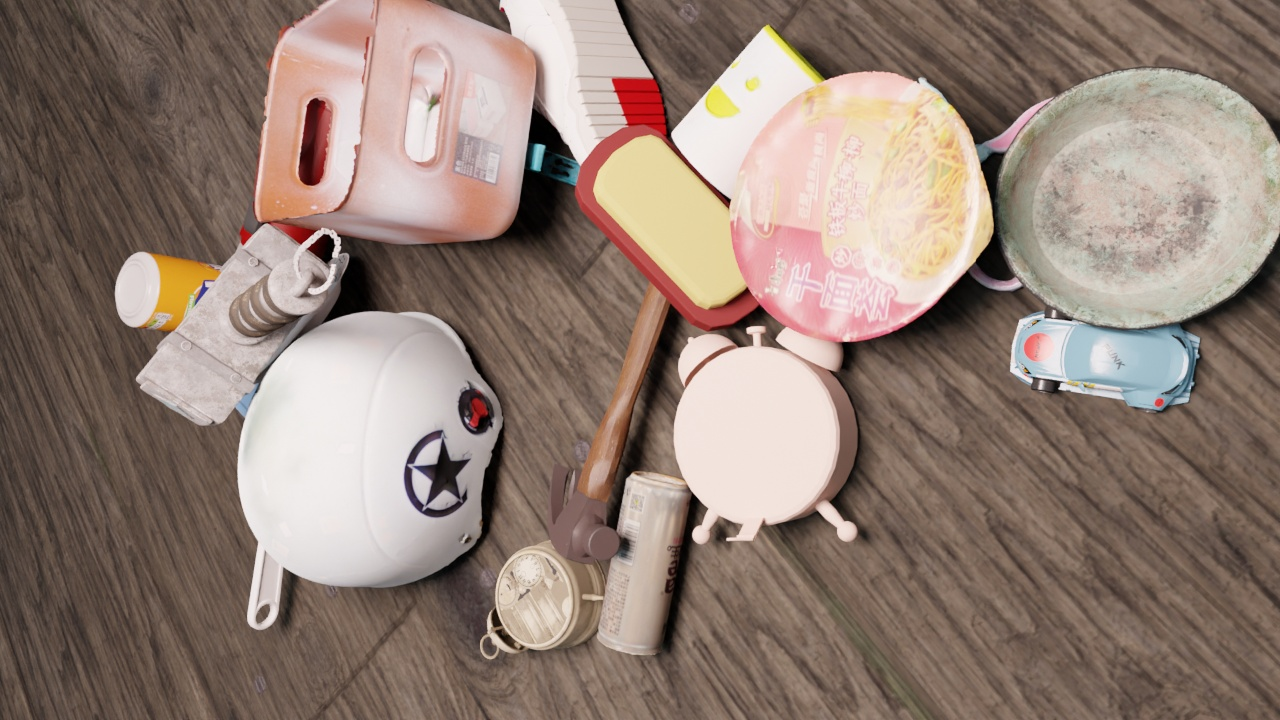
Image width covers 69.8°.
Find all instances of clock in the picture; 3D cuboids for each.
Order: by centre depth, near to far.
[{"bbox_3d":[0.087,0.053,0.677,0.131,0.086,0.160,-7,76,31],"label":"clock"},{"bbox_3d":[-0.093,0.212,0.785,0.141,0.054,0.093,-44,65,19],"label":"clock"}]

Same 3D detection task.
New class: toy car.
[{"bbox_3d":[0.291,-0.003,0.583,0.108,0.027,0.060,10,91,32],"label":"toy car"}]

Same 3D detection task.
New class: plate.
[{"bbox_3d":[-0.356,-0.033,0.935,0.189,0.016,0.188,-35,29,22],"label":"plate"}]

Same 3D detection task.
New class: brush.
[{"bbox_3d":[0.028,-0.102,0.697,0.082,0.042,0.173,-44,89,-9],"label":"brush"}]

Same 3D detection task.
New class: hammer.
[{"bbox_3d":[-0.299,-0.040,0.727,0.327,0.079,0.176,-9,47,56],"label":"hammer"},{"bbox_3d":[-0.004,0.004,0.741,0.115,0.033,0.323,14,84,67],"label":"hammer"}]

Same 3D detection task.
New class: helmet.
[{"bbox_3d":[-0.264,0.070,0.827,0.237,0.163,0.263,-1,79,26],"label":"helmet"}]

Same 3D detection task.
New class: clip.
[{"bbox_3d":[-0.093,-0.181,0.830,0.120,0.103,0.027,25,97,38],"label":"clip"}]

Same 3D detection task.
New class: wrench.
[{"bbox_3d":[-0.371,0.142,0.937,0.018,0.066,0.273,11,94,31],"label":"wrench"}]

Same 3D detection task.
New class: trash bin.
[{"bbox_3d":[-0.220,-0.199,0.804,0.260,0.157,0.181,6,89,51],"label":"trash bin"}]

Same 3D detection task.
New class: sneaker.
[{"bbox_3d":[-0.061,-0.239,0.796,0.105,0.090,0.236,-33,76,47],"label":"sneaker"}]

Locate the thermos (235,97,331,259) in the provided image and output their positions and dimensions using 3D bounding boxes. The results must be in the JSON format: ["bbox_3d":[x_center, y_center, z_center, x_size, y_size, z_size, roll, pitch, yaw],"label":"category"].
[{"bbox_3d":[-0.350,-0.182,0.947,0.084,0.108,0.199,31,100,12],"label":"thermos"}]

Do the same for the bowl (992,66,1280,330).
[{"bbox_3d":[0.303,-0.097,0.568,0.158,0.038,0.157,0,91,23],"label":"bowl"}]

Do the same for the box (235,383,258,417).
[{"bbox_3d":[-0.361,0.046,0.984,0.209,0.020,0.125,36,105,28],"label":"box"}]

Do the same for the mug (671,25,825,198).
[{"bbox_3d":[0.088,-0.183,0.693,0.106,0.082,0.082,-45,65,22],"label":"mug"}]

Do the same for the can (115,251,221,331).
[{"bbox_3d":[-0.484,-0.068,0.997,0.079,0.142,0.079,-3,84,31],"label":"can"}]

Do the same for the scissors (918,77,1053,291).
[{"bbox_3d":[0.240,-0.124,0.634,0.171,0.013,0.173,0,86,31],"label":"scissors"}]

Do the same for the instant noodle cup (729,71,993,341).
[{"bbox_3d":[0.158,-0.100,0.637,0.179,0.077,0.178,-1,89,37],"label":"instant noodle cup"}]

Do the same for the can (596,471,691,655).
[{"bbox_3d":[0.003,0.159,0.730,0.054,0.054,0.135,11,91,32],"label":"can"}]
